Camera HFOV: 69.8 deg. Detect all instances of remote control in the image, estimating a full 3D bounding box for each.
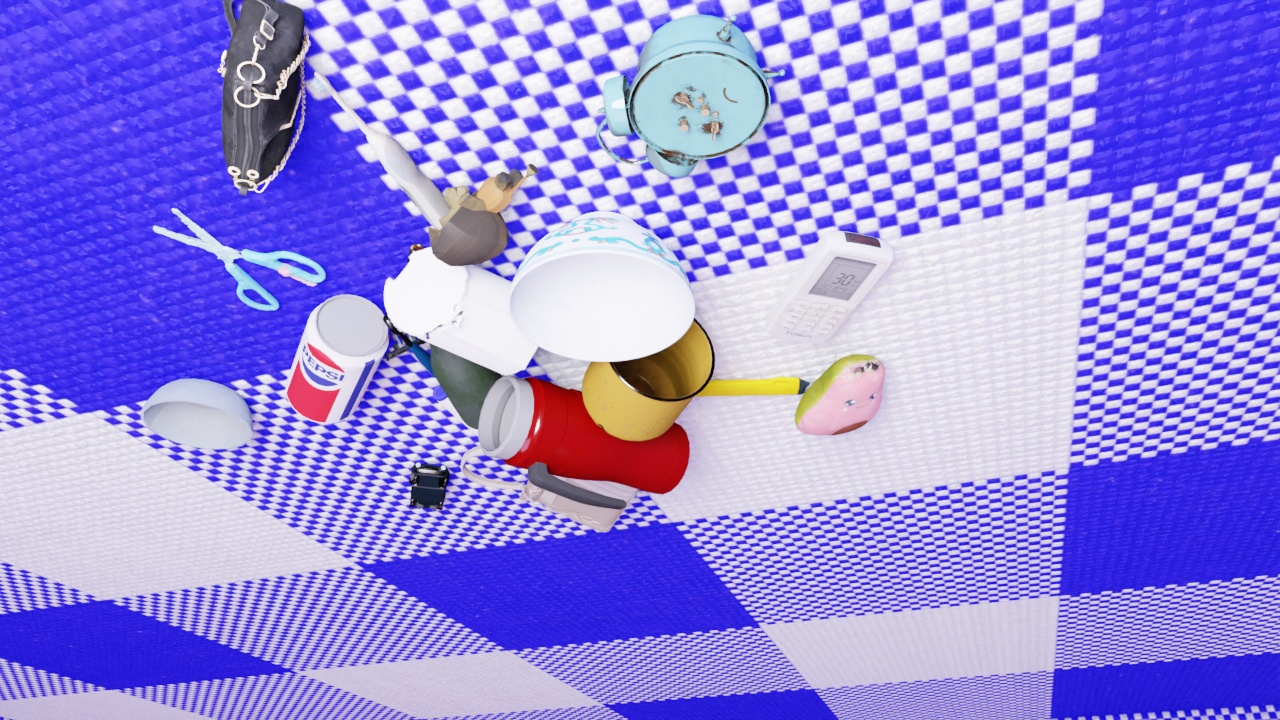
[{"bbox_3d":[0.157,-0.060,0.782,0.060,0.025,0.139,9,146,-13],"label":"remote control"}]

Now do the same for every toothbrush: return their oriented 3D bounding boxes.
[{"bbox_3d":[-0.175,-0.140,0.664,0.024,0.022,0.185,-27,144,7],"label":"toothbrush"},{"bbox_3d":[-0.204,-0.011,0.836,0.014,0.014,0.168,-34,165,-7],"label":"toothbrush"}]

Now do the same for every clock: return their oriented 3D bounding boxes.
[{"bbox_3d":[0.026,-0.167,0.591,0.124,0.053,0.090,-25,139,33],"label":"clock"}]

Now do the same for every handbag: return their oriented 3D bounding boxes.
[{"bbox_3d":[-0.242,-0.163,0.576,0.054,0.079,0.129,13,145,-18],"label":"handbag"},{"bbox_3d":[-0.102,0.123,1.034,0.197,0.062,0.176,9,146,-15],"label":"handbag"}]

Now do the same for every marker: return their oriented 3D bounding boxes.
[{"bbox_3d":[-0.178,0.068,0.990,0.020,0.020,0.141,-12,145,18],"label":"marker"}]

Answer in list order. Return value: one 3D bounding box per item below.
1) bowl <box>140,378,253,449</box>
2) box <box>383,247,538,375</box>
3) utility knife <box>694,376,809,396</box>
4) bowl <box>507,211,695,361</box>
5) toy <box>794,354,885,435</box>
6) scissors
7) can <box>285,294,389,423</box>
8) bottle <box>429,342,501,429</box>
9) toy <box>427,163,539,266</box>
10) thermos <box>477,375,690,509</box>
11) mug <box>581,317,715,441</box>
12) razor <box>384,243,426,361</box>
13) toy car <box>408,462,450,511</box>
[{"bbox_3d":[-0.453,0.051,0.948,0.106,0.039,0.106,0,147,0],"label":"bowl"},{"bbox_3d":[-0.143,-0.041,0.753,0.143,0.089,0.080,25,103,-39],"label":"box"},{"bbox_3d":[0.057,0.028,0.927,0.224,0.019,0.030,-3,143,3],"label":"utility knife"},{"bbox_3d":[-0.030,-0.069,0.725,0.144,0.074,0.144,0,147,0],"label":"bowl"},{"bbox_3d":[0.199,0.034,0.901,0.090,0.051,0.110,-9,143,-13],"label":"toy"},{"bbox_3d":[-0.343,-0.080,0.774,0.140,0.015,0.111,23,141,-21],"label":"scissors"},{"bbox_3d":[-0.278,0.001,0.840,0.070,0.070,0.132,15,144,-22],"label":"can"},{"bbox_3d":[-0.170,0.000,0.854,0.055,0.055,0.174,-6,145,9],"label":"bottle"},{"bbox_3d":[-0.115,-0.112,0.676,0.100,0.076,0.062,-41,91,24],"label":"toy"},{"bbox_3d":[-0.051,0.086,0.883,0.198,0.108,0.084,18,147,-34],"label":"thermos"},{"bbox_3d":[-0.005,0.005,0.831,0.124,0.100,0.094,44,146,8],"label":"mug"},{"bbox_3d":[-0.203,-0.053,0.804,0.042,0.022,0.145,-31,159,-35],"label":"razor"},{"bbox_3d":[-0.255,0.150,1.106,0.046,0.034,0.112,8,148,-11],"label":"toy car"}]
